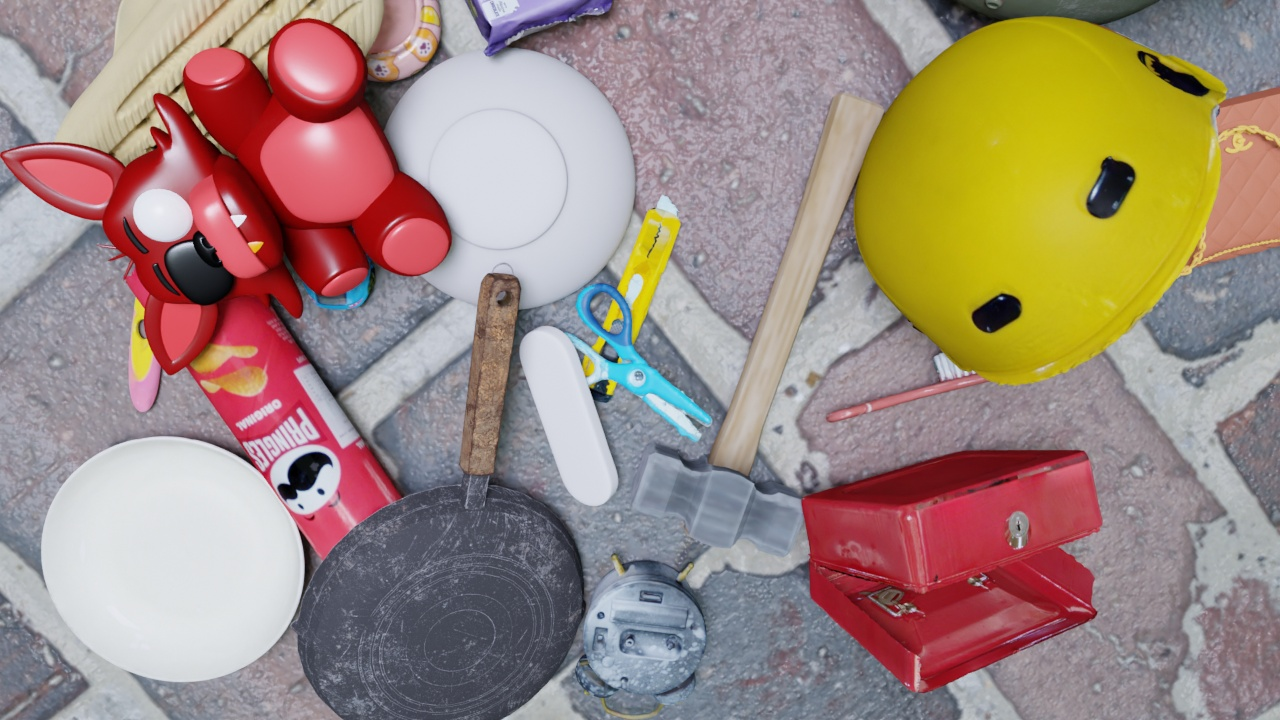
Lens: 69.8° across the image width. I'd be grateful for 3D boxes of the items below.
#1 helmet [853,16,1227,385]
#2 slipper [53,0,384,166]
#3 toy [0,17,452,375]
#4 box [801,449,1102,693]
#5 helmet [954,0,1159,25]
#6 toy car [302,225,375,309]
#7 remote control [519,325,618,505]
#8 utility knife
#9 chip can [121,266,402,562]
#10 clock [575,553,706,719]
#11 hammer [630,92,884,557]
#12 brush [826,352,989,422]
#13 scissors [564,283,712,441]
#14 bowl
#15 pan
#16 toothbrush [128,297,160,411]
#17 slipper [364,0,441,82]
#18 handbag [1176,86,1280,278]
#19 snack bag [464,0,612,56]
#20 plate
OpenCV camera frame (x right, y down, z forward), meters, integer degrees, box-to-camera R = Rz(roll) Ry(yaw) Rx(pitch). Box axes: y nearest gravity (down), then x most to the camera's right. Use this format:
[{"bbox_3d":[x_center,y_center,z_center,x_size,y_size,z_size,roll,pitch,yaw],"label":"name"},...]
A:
[{"bbox_3d":[0.205,-0.106,0.534,0.139,0.239,0.210,33,118,-4],"label":"helmet"},{"bbox_3d":[-0.264,-0.189,0.566,0.262,0.111,0.079,-31,61,24],"label":"slipper"},{"bbox_3d":[-0.228,-0.092,0.533,0.197,0.120,0.158,-27,124,-6],"label":"toy"},{"bbox_3d":[0.201,0.113,0.607,0.157,0.136,0.123,-15,108,-22],"label":"box"},{"bbox_3d":[0.238,-0.293,0.536,0.267,0.154,0.226,20,74,-10],"label":"helmet"},{"bbox_3d":[-0.209,-0.087,0.626,0.048,0.032,0.105,1,99,-2],"label":"toy car"},{"bbox_3d":[-0.050,0.041,0.649,0.043,0.013,0.136,-7,108,33],"label":"remote control"},{"bbox_3d":[-0.008,-0.042,0.650,0.030,0.017,0.155,21,96,-9],"label":"utility knife"},{"bbox_3d":[-0.250,0.026,0.624,0.073,0.073,0.233,-31,99,3],"label":"chip can"},{"bbox_3d":[0.001,0.208,0.674,0.090,0.052,0.129,8,99,-3],"label":"clock"},{"bbox_3d":[0.097,-0.024,0.642,0.117,0.051,0.323,18,96,-5],"label":"hammer"},{"bbox_3d":[0.214,0.010,0.657,0.172,0.041,0.030,-15,83,3],"label":"brush"},{"bbox_3d":[-0.001,0.003,0.629,0.140,0.015,0.083,33,101,22],"label":"scissors"},{"bbox_3d":[-0.091,-0.118,0.606,0.176,0.066,0.177,0,100,-2],"label":"bowl"},{"bbox_3d":[-0.114,0.111,0.613,0.207,0.040,0.357,2,110,-26],"label":"pan"},{"bbox_3d":[-0.347,-0.030,0.641,0.021,0.016,0.135,5,102,-5],"label":"toothbrush"},{"bbox_3d":[-0.186,-0.275,0.570,0.093,0.081,0.197,-22,102,1],"label":"slipper"},{"bbox_3d":[0.400,-0.119,0.628,0.172,0.060,0.109,-14,104,1],"label":"handbag"},{"bbox_3d":[-0.098,-0.300,0.572,0.096,0.058,0.205,-26,97,-16],"label":"snack bag"},{"bbox_3d":[-0.329,0.140,0.661,0.182,0.034,0.182,0,100,-2],"label":"plate"}]
